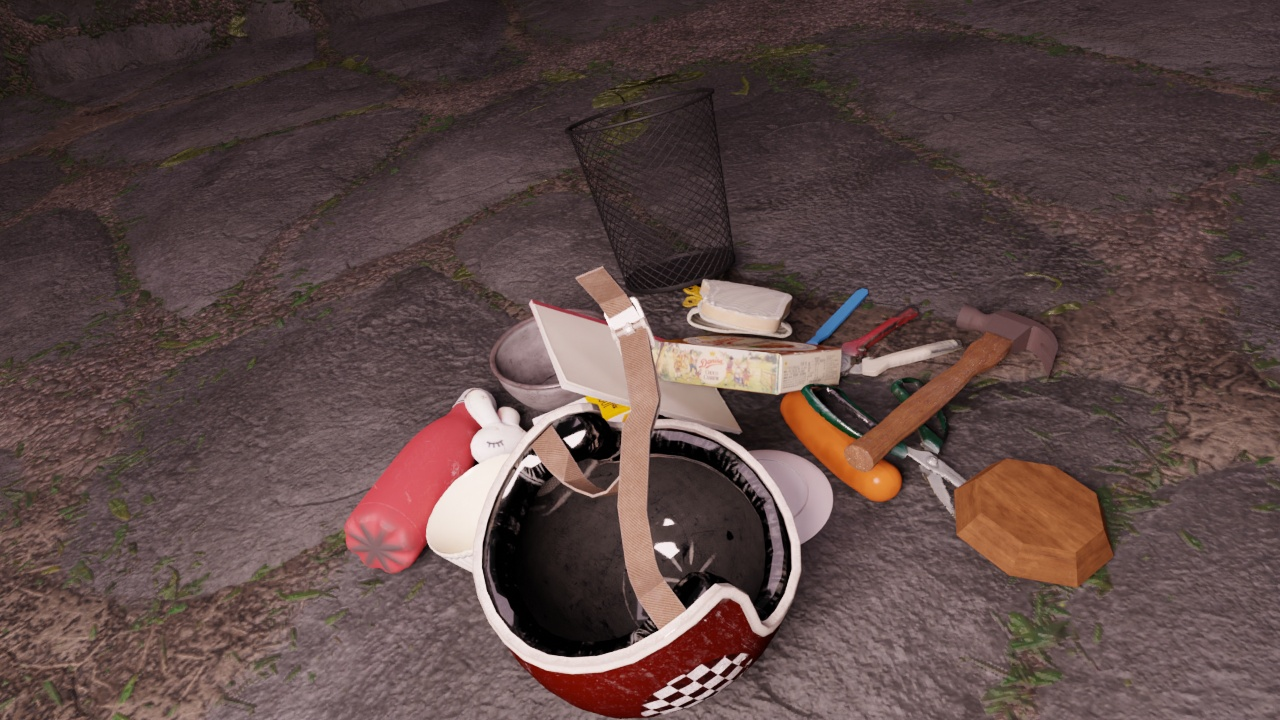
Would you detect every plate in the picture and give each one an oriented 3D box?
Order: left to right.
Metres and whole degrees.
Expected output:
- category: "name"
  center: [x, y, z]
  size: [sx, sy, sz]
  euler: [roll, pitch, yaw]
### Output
- category: "plate"
  center: [0.112, 0.127, 0.861]
  size: [0.134, 0.011, 0.134]
  euler: [-8, 37, 6]
- category: "plate"
  center: [0.330, 0.127, 0.766]
  size: [0.131, 0.025, 0.131]
  euler: [0, 39, -1]

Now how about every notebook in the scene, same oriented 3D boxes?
- category: "notebook"
  center: [-0.006, 0.006, 0.944]
  size: [0.208, 0.012, 0.153]
  euler: [16, 28, -30]

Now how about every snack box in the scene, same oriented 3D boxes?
- category: "snack box"
  center: [0.109, 0.002, 0.933]
  size: [0.147, 0.041, 0.142]
  euler: [7, 8, 35]

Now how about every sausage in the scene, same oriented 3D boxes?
- category: "sausage"
  center: [0.186, 0.079, 0.879]
  size: [0.044, 0.039, 0.164]
  euler: [-19, 37, -19]

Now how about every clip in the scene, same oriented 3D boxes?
- category: "clip"
  center: [0.075, -0.075, 1.139]
  size: [0.046, 0.037, 0.052]
  euler: [14, 44, 13]

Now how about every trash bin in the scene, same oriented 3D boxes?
- category: "trash bin"
  center: [0.024, -0.205, 1.132]
  size: [0.184, 0.210, 0.183]
  euler: [-14, 21, 5]

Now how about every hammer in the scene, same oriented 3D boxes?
- category: "hammer"
  center: [0.296, 0.024, 0.879]
  size: [0.115, 0.033, 0.322]
  euler: [28, 41, 35]

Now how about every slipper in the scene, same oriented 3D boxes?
- category: "slipper"
  center: [0.109, -0.053, 0.996]
  size: [0.114, 0.054, 0.272]
  euler: [7, 10, 5]

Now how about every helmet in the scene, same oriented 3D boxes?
- category: "helmet"
  center: [-0.005, 0.132, 0.677]
  size: [0.234, 0.253, 0.233]
  euler: [-42, 56, 1]

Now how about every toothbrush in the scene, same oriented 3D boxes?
- category: "toothbrush"
  center: [0.221, -0.039, 1.052]
  size: [0.016, 0.014, 0.166]
  euler: [18, 42, 34]

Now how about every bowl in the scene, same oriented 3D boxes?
- category: "bowl"
  center: [-0.131, 0.149, 0.840]
  size: [0.115, 0.062, 0.115]
  euler: [-24, 33, 17]
- category: "bowl"
  center: [-0.089, 0.009, 1.027]
  size: [0.145, 0.067, 0.144]
  euler: [-8, 37, 6]

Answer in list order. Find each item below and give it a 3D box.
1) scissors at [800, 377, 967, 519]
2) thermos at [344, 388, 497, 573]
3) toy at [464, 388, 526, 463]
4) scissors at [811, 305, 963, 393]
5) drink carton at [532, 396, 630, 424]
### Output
- category: "scissors"
  center: [0.263, 0.069, 0.867]
  size: [0.206, 0.015, 0.179]
  euler: [40, 37, 24]
- category: "thermos"
  center: [-0.208, 0.107, 0.928]
  size: [0.073, 0.073, 0.239]
  euler: [2, 33, 18]
- category: "toy"
  center: [-0.140, 0.085, 0.944]
  size: [0.038, 0.079, 0.122]
  euler: [-42, 54, 26]
- category: "scissors"
  center: [0.253, -0.008, 0.996]
  size: [0.179, 0.015, 0.186]
  euler: [5, 41, 22]
- category: "drink carton"
  center: [-0.048, 0.071, 0.940]
  size: [0.122, 0.059, 0.040]
  euler: [-23, 38, -14]
